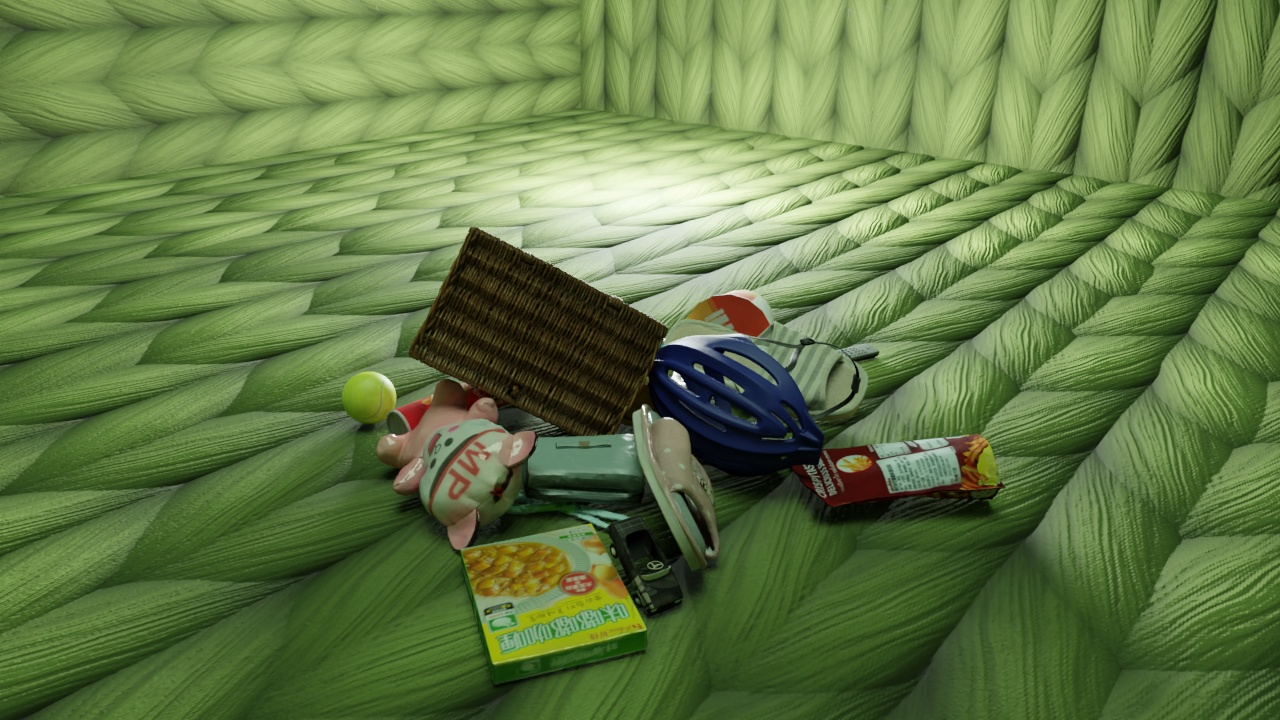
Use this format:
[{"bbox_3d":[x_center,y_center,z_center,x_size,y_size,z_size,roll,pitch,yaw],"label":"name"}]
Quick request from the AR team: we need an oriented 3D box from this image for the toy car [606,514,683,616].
[{"bbox_3d":[0.004,0.184,0.837,0.040,0.037,0.092,-13,60,-31],"label":"toy car"}]

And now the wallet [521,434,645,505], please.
[{"bbox_3d":[-0.062,0.116,0.993,0.131,0.054,0.100,0,17,-9],"label":"wallet"}]

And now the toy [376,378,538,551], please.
[{"bbox_3d":[-0.192,0.105,0.977,0.141,0.084,0.213,-47,36,-15],"label":"toy"}]

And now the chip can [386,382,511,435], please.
[{"bbox_3d":[-0.214,0.051,1.152,0.052,0.052,0.214,21,31,38],"label":"chip can"}]

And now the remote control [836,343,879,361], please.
[{"bbox_3d":[0.287,-0.004,1.338,0.136,0.013,0.033,-11,26,-25],"label":"remote control"}]

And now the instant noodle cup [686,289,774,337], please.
[{"bbox_3d":[0.136,-0.044,1.308,0.123,0.123,0.120,7,17,15],"label":"instant noodle cup"}]

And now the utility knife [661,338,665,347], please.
[{"bbox_3d":[0.033,-0.025,1.383,0.185,0.015,0.031,-17,32,-37],"label":"utility knife"}]

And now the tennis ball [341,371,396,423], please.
[{"bbox_3d":[-0.338,0.046,1.143,0.065,0.065,0.065,1,24,0],"label":"tennis ball"}]

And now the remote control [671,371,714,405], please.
[{"bbox_3d":[0.069,0.050,1.203,0.074,0.019,0.150,5,24,10],"label":"remote control"}]

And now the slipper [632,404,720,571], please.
[{"bbox_3d":[0.039,0.117,0.944,0.054,0.114,0.274,-25,23,2],"label":"slipper"}]

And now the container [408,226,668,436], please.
[{"bbox_3d":[-0.123,-0.033,1.096,0.250,0.162,0.183,27,2,-13],"label":"container"}]

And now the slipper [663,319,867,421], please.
[{"bbox_3d":[0.158,0.004,1.196,0.273,0.054,0.114,15,65,16],"label":"slipper"}]

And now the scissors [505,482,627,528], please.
[{"bbox_3d":[-0.071,0.151,0.975,0.175,0.032,0.092,14,24,18],"label":"scissors"}]

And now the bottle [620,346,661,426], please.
[{"bbox_3d":[-0.007,0.007,1.194,0.071,0.071,0.163,0,36,-1],"label":"bottle"}]

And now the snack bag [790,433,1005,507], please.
[{"bbox_3d":[0.276,0.116,1.006,0.208,0.067,0.138,-2,18,-2],"label":"snack bag"}]

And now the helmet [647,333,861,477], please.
[{"bbox_3d":[0.136,0.036,1.069,0.227,0.148,0.241,-21,40,-33],"label":"helmet"}]

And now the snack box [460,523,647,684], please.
[{"bbox_3d":[-0.083,0.210,0.820,0.131,0.027,0.168,-8,25,-18],"label":"snack box"}]
